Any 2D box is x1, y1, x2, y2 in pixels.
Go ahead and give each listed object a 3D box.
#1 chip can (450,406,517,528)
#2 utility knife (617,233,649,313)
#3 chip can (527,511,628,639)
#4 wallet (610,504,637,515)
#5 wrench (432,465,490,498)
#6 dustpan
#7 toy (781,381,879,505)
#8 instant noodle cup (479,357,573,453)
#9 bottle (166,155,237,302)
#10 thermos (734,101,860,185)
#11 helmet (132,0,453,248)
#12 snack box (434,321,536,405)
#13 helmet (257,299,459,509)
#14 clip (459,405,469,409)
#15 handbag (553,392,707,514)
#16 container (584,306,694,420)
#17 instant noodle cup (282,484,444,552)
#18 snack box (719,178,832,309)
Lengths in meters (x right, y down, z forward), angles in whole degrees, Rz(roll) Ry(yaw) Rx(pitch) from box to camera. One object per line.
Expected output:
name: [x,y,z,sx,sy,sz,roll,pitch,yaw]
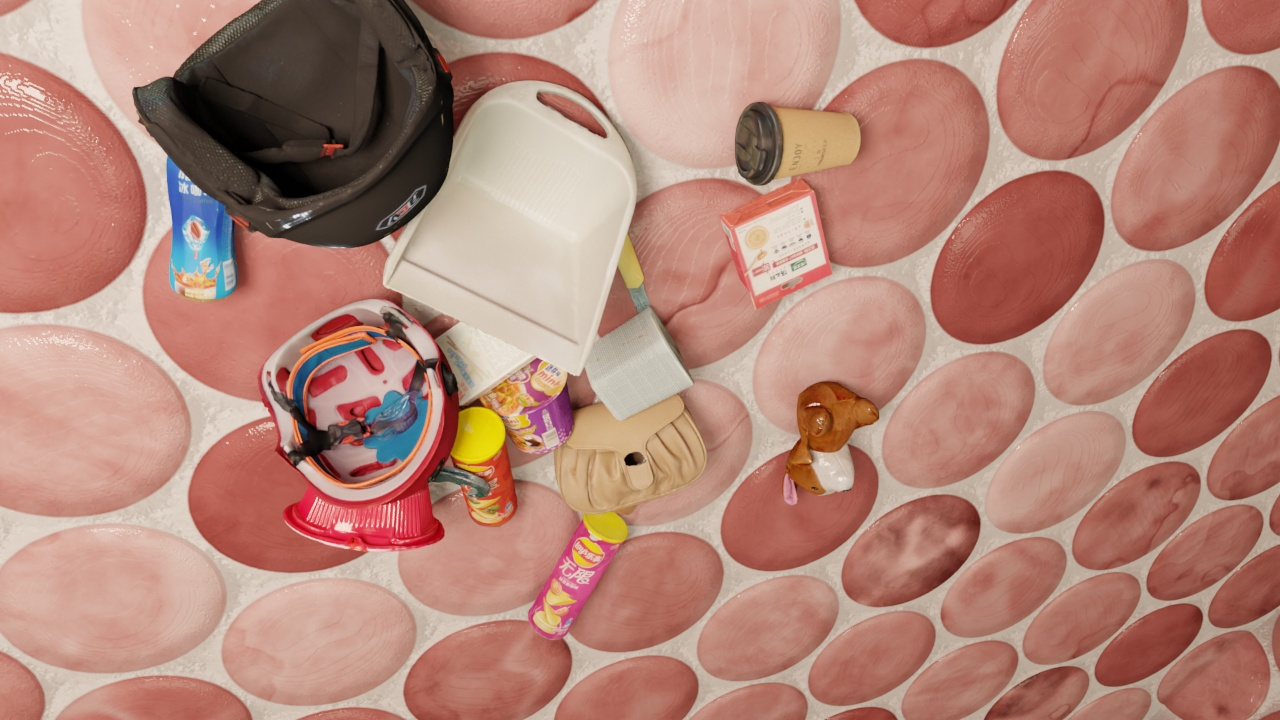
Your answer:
chip can: [-0.198,0.140,1.154,0.073,0.073,0.217,-13,150,-11]
utility knife: [-0.021,-0.127,1.112,0.031,0.020,0.196,-22,127,1]
chip can: [-0.095,0.318,1.362,0.071,0.071,0.211,15,117,-28]
wallet: [-0.038,0.174,1.316,0.115,0.020,0.101,21,114,-33]
wrench: [-0.311,0.125,1.102,0.273,0.016,0.056,11,148,10]
dustpan: [-0.109,-0.158,0.944,0.222,0.257,0.143,26,131,-21]
toy: [0.275,0.130,1.338,0.140,0.130,0.200,-9,136,-20]
instant noodle cup: [-0.135,0.056,1.151,0.111,0.111,0.099,-21,137,-5]
bottle: [-0.436,-0.165,0.911,0.065,0.065,0.219,2,123,-21]
thermos: [0.178,-0.251,1.056,0.143,0.093,0.093,-8,126,-23]
helmet: [-0.277,-0.211,0.814,0.233,0.274,0.230,-40,155,-2]
snack box: [-0.172,-0.023,1.096,0.157,0.084,0.027,-34,172,7]
helmet: [-0.291,0.061,1.031,0.207,0.240,0.144,-30,159,5]
clip: [-0.249,0.059,1.162,0.035,0.092,0.103,-42,91,12]
handbag: [-0.017,0.120,1.220,0.204,0.100,0.148,-17,96,-8]
container: [-0.007,0.007,1.168,0.111,0.089,0.090,-29,129,7]
instant noodle cup: [-0.331,0.171,1.123,0.193,0.194,0.066,8,96,-24]
snack box: [0.172,-0.145,1.151,0.113,0.044,0.127,-24,127,-3]
